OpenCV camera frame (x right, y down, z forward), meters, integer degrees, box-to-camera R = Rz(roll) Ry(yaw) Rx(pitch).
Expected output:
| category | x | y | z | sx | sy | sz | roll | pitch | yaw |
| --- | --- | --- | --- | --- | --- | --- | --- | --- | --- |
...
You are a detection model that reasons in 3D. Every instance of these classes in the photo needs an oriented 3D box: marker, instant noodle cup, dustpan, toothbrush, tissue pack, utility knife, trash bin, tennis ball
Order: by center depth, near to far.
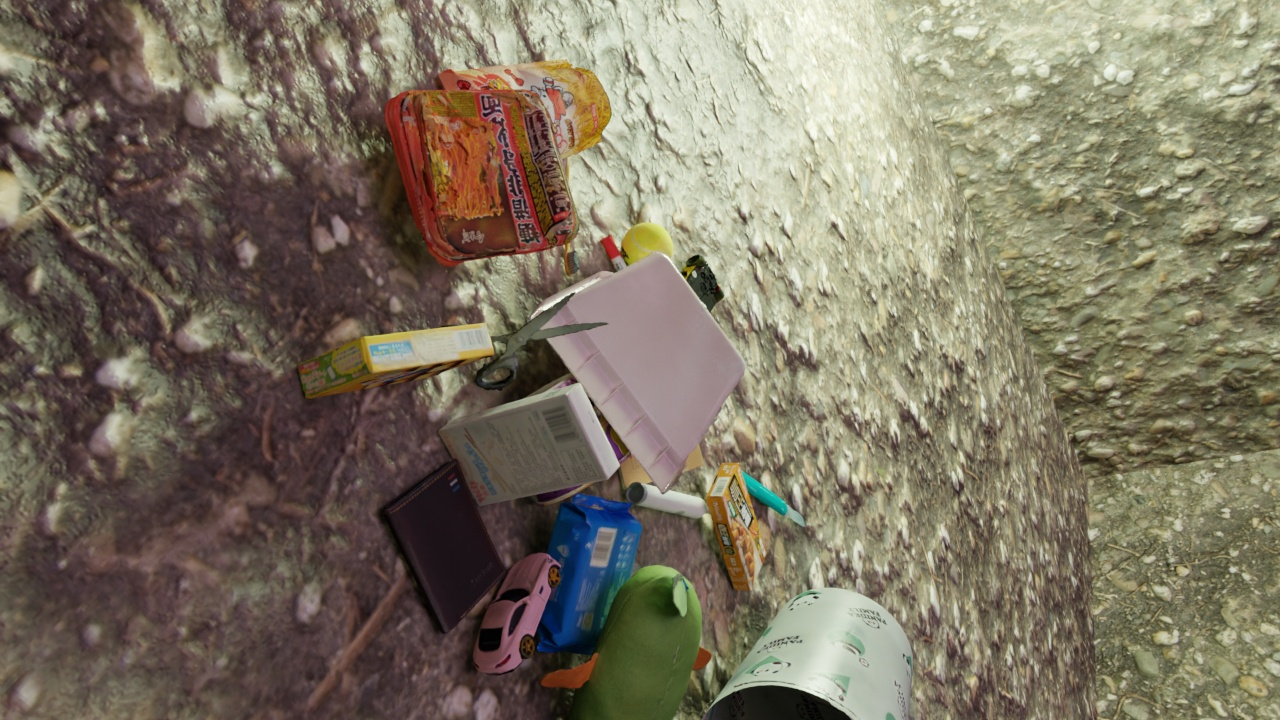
| category | x | y | z | sx | sy | sz | roll | pitch | yaw |
| --- | --- | --- | --- | --- | --- | --- | --- | --- | --- |
| instant noodle cup | -0.160 | -0.175 | 0.892 | 0.188 | 0.079 | 0.164 | -16 | 91 | -44 |
| tissue pack | -0.055 | 0.210 | 0.897 | 0.095 | 0.052 | 0.157 | 22 | 80 | -52 |
| instant noodle cup | -0.078 | 0.074 | 0.906 | 0.099 | 0.112 | 0.111 | 59 | 35 | -4 |
| dustpan | -0.006 | 0.006 | 1.002 | 0.272 | 0.139 | 0.222 | -38 | 96 | -40 |
| trash bin | 0.210 | 0.408 | 1.075 | 0.251 | 0.230 | 0.229 | -33 | 103 | -60 |
| toothbrush | -0.085 | -0.187 | 1.079 | 0.016 | 0.018 | 0.191 | 21 | 59 | -52 |
| toothbrush | 0.055 | 0.176 | 1.115 | 0.220 | 0.027 | 0.026 | 24 | 69 | -53 |
| marker | -0.011 | -0.089 | 1.145 | 0.145 | 0.017 | 0.017 | 63 | 35 | -15 |
| tennis ball | 0.008 | -0.140 | 1.152 | 0.065 | 0.066 | 0.065 | 28 | 54 | -47 |
| utility knife | 0.180 | 0.196 | 1.300 | 0.205 | 0.013 | 0.029 | 36 | 46 | -39 |

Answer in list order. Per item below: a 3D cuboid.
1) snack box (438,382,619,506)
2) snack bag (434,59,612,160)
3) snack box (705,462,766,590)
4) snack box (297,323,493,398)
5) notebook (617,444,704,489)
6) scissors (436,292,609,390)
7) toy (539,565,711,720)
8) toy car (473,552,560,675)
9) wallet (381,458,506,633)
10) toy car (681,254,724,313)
| category | x | y | z | sx | sy | sz | roll | pitch | yaw |
| --- | --- | --- | --- | --- | --- | --- | --- | --- | --- |
| snack box | -0.101 | 0.078 | 0.815 | 0.026 | 0.157 | 0.085 | -44 | 113 | -53 |
| snack bag | -0.126 | -0.275 | 1.028 | 0.207 | 0.073 | 0.128 | -31 | 103 | -47 |
| snack box | 0.123 | 0.213 | 1.173 | 0.075 | 0.026 | 0.154 | -54 | 133 | -50 |
| snack box | -0.201 | -0.001 | 0.767 | 0.140 | 0.087 | 0.033 | -8 | 82 | -56 |
| notebook | 0.006 | 0.039 | 1.102 | 0.147 | 0.008 | 0.207 | -9 | 83 | -48 |
| scissors | -0.117 | -0.017 | 0.840 | 0.160 | 0.174 | 0.014 | 103 | -5 | -54 |
| toy | -0.007 | 0.304 | 0.877 | 0.226 | 0.090 | 0.247 | 10 | 103 | -49 |
| toy car | -0.113 | 0.224 | 0.825 | 0.037 | 0.056 | 0.122 | 53 | 40 | -31 |
| wallet | -0.169 | 0.161 | 0.807 | 0.096 | 0.020 | 0.122 | -38 | 110 | -55 |
| toy car | 0.069 | -0.084 | 1.236 | 0.071 | 0.041 | 0.155 | 56 | 35 | -23 |
